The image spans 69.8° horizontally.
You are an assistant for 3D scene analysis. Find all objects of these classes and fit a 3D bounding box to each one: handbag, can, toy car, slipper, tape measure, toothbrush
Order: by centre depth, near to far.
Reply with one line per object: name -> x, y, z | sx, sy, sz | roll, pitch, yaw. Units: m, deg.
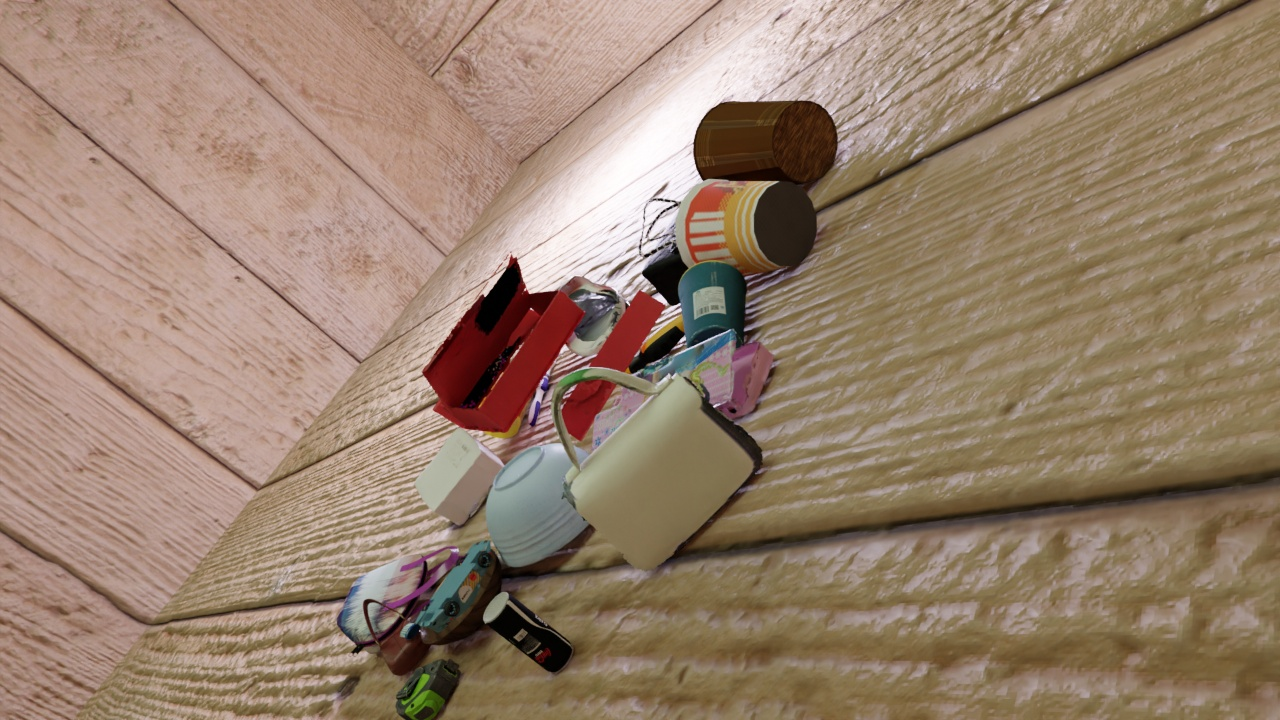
handbag -> -0.005, 0.070, 0.785 | 0.151, 0.176, 0.074 | -45, 18, 5
can -> -0.096, 0.235, 0.792 | 0.032, 0.080, 0.031 | -39, 20, 17
tape measure -> -0.219, 0.333, 0.923 | 0.066, 0.036, 0.058 | -30, 26, 38
toy car -> -0.185, 0.237, 0.951 | 0.060, 0.027, 0.107 | -22, 26, 49
toothbrush -> -0.229, 0.270, 1.055 | 0.017, 0.021, 0.134 | 0, 31, 34
handbag -> -0.290, 0.309, 1.057 | 0.055, 0.029, 0.120 | -47, 44, -16
handbag -> -0.283, 0.283, 1.129 | 0.170, 0.068, 0.144 | -32, 23, 20
toothbrush -> -0.007, 0.007, 1.138 | 0.197, 0.031, 0.030 | -42, 44, 26
handbag -> 0.070, -0.169, 1.194 | 0.125, 0.114, 0.153 | -21, 27, 45
slipper -> -0.073, -0.059, 1.335 | 0.111, 0.063, 0.264 | -47, 28, -5
can -> -0.199, 0.060, 1.366 | 0.068, 0.067, 0.104 | -33, 23, 32
toothbrush -> -0.148, 0.041, 1.377 | 0.015, 0.016, 0.186 | -37, 21, 24

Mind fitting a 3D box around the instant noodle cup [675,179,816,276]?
instant noodle cup -> 0.126, -0.152, 1.052 | 0.123, 0.123, 0.121 | -53, 28, -19

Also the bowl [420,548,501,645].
bowl -> -0.186, 0.263, 0.996 | 0.119, 0.032, 0.119 | -40, 21, 18

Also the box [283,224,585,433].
box -> -0.293, -0.045, 1.334 | 0.426, 0.128, 0.212 | 21, 67, 28

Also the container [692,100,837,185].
container -> 0.168, -0.283, 1.209 | 0.132, 0.132, 0.167 | -50, 26, -11

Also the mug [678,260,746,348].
mug -> 0.080, -0.046, 0.998 | 0.078, 0.078, 0.121 | -37, 26, 25

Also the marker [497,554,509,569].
marker -> -0.156, 0.225, 1.031 | 0.134, 0.017, 0.020 | -27, 6, 43

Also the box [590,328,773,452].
box -> 0.029, 0.038, 0.948 | 0.231, 0.063, 0.084 | -25, 29, 46

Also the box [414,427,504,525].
box -> -0.232, 0.171, 1.268 | 0.108, 0.102, 0.102 | -54, 37, -4

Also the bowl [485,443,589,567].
bowl -> -0.110, 0.141, 0.983 | 0.151, 0.075, 0.150 | -33, 18, 12
